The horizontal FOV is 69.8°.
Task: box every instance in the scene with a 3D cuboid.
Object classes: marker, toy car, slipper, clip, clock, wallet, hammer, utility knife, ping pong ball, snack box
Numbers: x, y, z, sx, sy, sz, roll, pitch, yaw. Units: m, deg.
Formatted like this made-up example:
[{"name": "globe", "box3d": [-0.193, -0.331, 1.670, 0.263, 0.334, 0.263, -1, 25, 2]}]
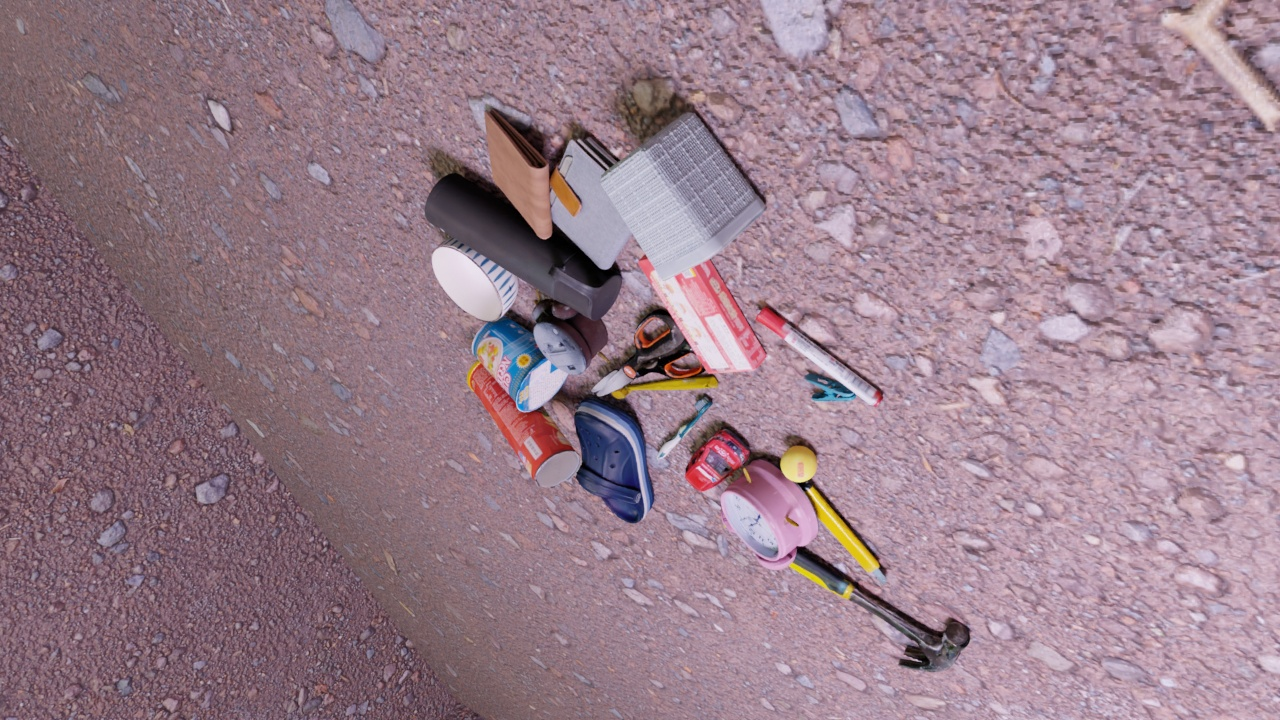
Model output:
[{"name": "marker", "box3d": [0.175, -0.004, 0.897, 0.145, 0.017, 0.017, 38, 149, 9]}, {"name": "toy car", "box3d": [0.092, 0.125, 1.125, 0.053, 0.045, 0.121, 39, 147, 4]}, {"name": "slipper", "box3d": [-0.049, 0.151, 1.274, 0.105, 0.095, 0.253, 21, 146, 28]}, {"name": "clip", "box3d": [0.192, 0.030, 0.923, 0.055, 0.013, 0.034, 15, 140, 42]}, {"name": "clock", "box3d": [-0.091, -0.039, 1.125, 0.082, 0.055, 0.122, -5, 124, 52]}, {"name": "wallet", "box3d": [-0.131, -0.200, 0.985, 0.115, 0.020, 0.101, 50, 155, 28]}, {"name": "wallet", "box3d": [-0.051, -0.161, 0.948, 0.106, 0.036, 0.130, 42, 149, 0]}, {"name": "hammer", "box3d": [0.245, 0.283, 1.152, 0.323, 0.031, 0.126, 30, 146, 21]}, {"name": "utility knife", "box3d": [0.236, 0.201, 1.076, 0.176, 0.015, 0.033, 49, 157, -10]}, {"name": "ping pong ball", "box3d": [0.176, 0.115, 1.017, 0.040, 0.040, 0.040, 30, 147, 22]}, {"name": "clock", "box3d": [0.148, 0.191, 1.103, 0.117, 0.059, 0.159, 45, 156, 23]}, {"name": "snack box", "box3d": [0.065, -0.053, 0.955, 0.075, 0.025, 0.153, -5, 125, 53]}]

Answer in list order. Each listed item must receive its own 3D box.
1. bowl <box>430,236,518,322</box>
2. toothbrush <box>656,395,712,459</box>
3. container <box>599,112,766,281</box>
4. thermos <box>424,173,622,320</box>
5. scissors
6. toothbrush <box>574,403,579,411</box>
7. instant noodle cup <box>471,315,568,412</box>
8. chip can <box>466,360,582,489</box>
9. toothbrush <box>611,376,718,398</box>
[{"name": "bowl", "box3d": [-0.197, -0.112, 1.147, 0.116, 0.066, 0.117, 29, 146, 21]}, {"name": "toothbrush", "box3d": [0.051, 0.087, 1.154, 0.018, 0.016, 0.192, 50, 150, 9]}, {"name": "container", "box3d": [0.034, -0.147, 0.818, 0.111, 0.090, 0.090, 53, 148, -10]}, {"name": "thermos", "box3d": [-0.137, -0.133, 1.041, 0.242, 0.068, 0.090, 32, -178, 18]}, {"name": "scissors", "box3d": [0.006, 0.019, 1.102, 0.139, 0.021, 0.236, 35, 145, 9]}, {"name": "toothbrush", "box3d": [-0.066, 0.130, 1.339, 0.016, 0.016, 0.180, 13, 138, 37]}, {"name": "instant noodle cup", "box3d": [-0.165, -0.002, 1.228, 0.110, 0.099, 0.099, 38, 150, 23]}, {"name": "chip can", "box3d": [-0.164, 0.080, 1.269, 0.216, 0.073, 0.073, 48, 157, 37]}, {"name": "toothbrush", "box3d": [0.025, 0.033, 1.115, 0.190, 0.016, 0.016, -7, 123, 52]}]
